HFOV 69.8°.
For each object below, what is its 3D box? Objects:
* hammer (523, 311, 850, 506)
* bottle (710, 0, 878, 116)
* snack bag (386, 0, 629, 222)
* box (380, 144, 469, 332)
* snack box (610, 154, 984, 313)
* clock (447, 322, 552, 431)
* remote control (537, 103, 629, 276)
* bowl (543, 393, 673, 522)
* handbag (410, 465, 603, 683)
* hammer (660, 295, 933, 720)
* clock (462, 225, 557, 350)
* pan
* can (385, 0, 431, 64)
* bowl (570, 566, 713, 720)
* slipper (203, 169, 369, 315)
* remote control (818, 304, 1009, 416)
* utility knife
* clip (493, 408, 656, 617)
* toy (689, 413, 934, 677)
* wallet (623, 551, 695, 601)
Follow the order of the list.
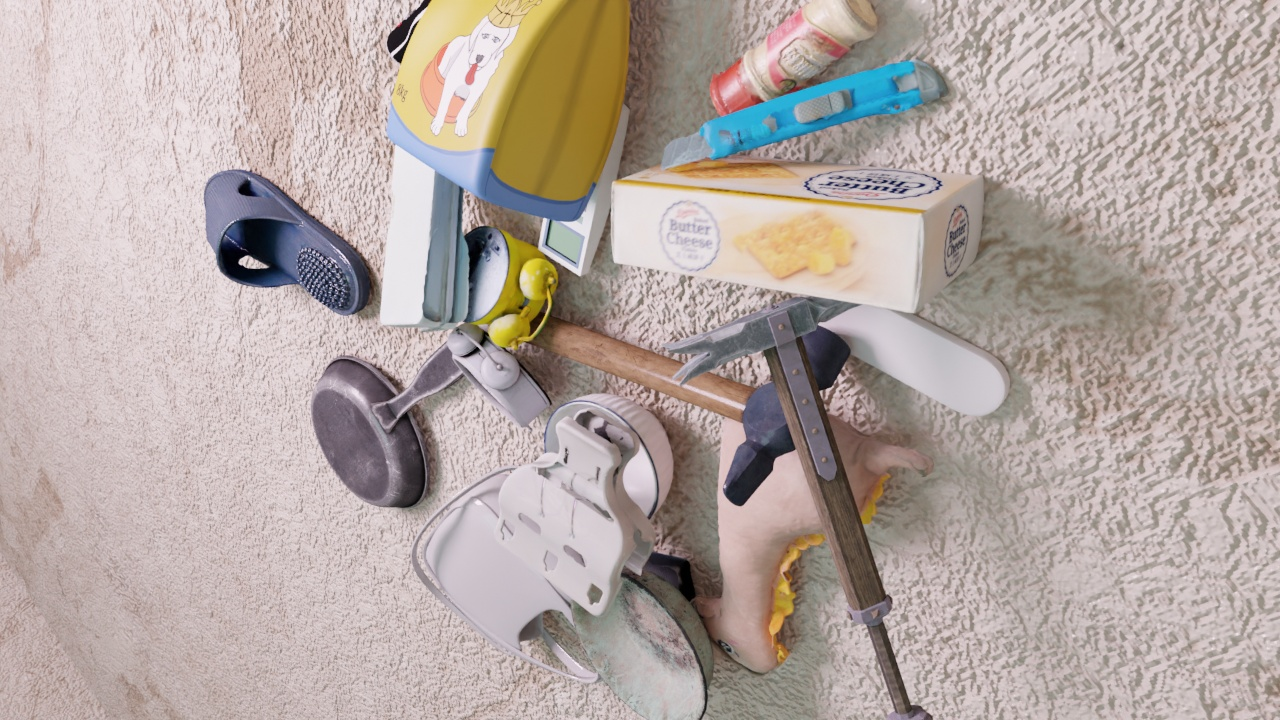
[{"bbox_3d":[-0.004,0.004,0.705,0.322,0.129,0.040,20,162,43],"label":"hammer"},{"bbox_3d":[0.093,-0.188,0.568,0.109,0.044,0.044,-30,90,42],"label":"bottle"},{"bbox_3d":[-0.081,-0.220,0.638,0.159,0.102,0.205,36,110,44],"label":"snack bag"},{"bbox_3d":[-0.173,-0.124,0.753,0.083,0.066,0.199,172,102,-68],"label":"box"},{"bbox_3d":[0.093,-0.087,0.573,0.208,0.104,0.057,13,118,34],"label":"snack box"},{"bbox_3d":[-0.125,0.012,0.798,0.094,0.035,0.123,39,166,27],"label":"clock"},{"bbox_3d":[-0.043,-0.141,0.710,0.049,0.024,0.144,34,127,27],"label":"remote control"},{"bbox_3d":[-0.017,0.077,0.766,0.118,0.062,0.118,18,121,32],"label":"bowl"},{"bbox_3d":[-0.109,0.225,0.890,0.222,0.095,0.216,48,134,7],"label":"handbag"},{"bbox_3d":[0.136,0.111,0.587,0.028,0.147,0.317,-128,17,-77],"label":"hammer"},{"bbox_3d":[-0.113,-0.060,0.759,0.119,0.057,0.083,44,109,39],"label":"clock"},{"bbox_3d":[-0.254,0.050,0.960,0.358,0.055,0.187,-35,87,47],"label":"pan"},{"bbox_3d":[-0.174,-0.272,0.748,0.081,0.031,0.031,-20,97,42],"label":"can"},{"bbox_3d":[0.007,0.239,0.793,0.157,0.038,0.158,25,128,36],"label":"bowl"},{"bbox_3d":[-0.397,-0.122,0.965,0.264,0.082,0.101,30,124,24],"label":"slipper"},{"bbox_3d":[0.176,-0.008,0.606,0.136,0.013,0.043,31,127,24],"label":"remote control"},{"bbox_3d":[0.095,-0.149,0.563,0.179,0.015,0.031,-14,87,19],"label":"utility knife"},{"bbox_3d":[-0.042,0.108,0.733,0.126,0.096,0.152,28,104,24],"label":"clip"},{"bbox_3d":[0.115,0.152,0.697,0.196,0.065,0.265,17,122,35],"label":"toy"},{"bbox_3d":[0.013,0.223,0.835,0.089,0.026,0.115,6,115,37],"label":"wallet"}]
